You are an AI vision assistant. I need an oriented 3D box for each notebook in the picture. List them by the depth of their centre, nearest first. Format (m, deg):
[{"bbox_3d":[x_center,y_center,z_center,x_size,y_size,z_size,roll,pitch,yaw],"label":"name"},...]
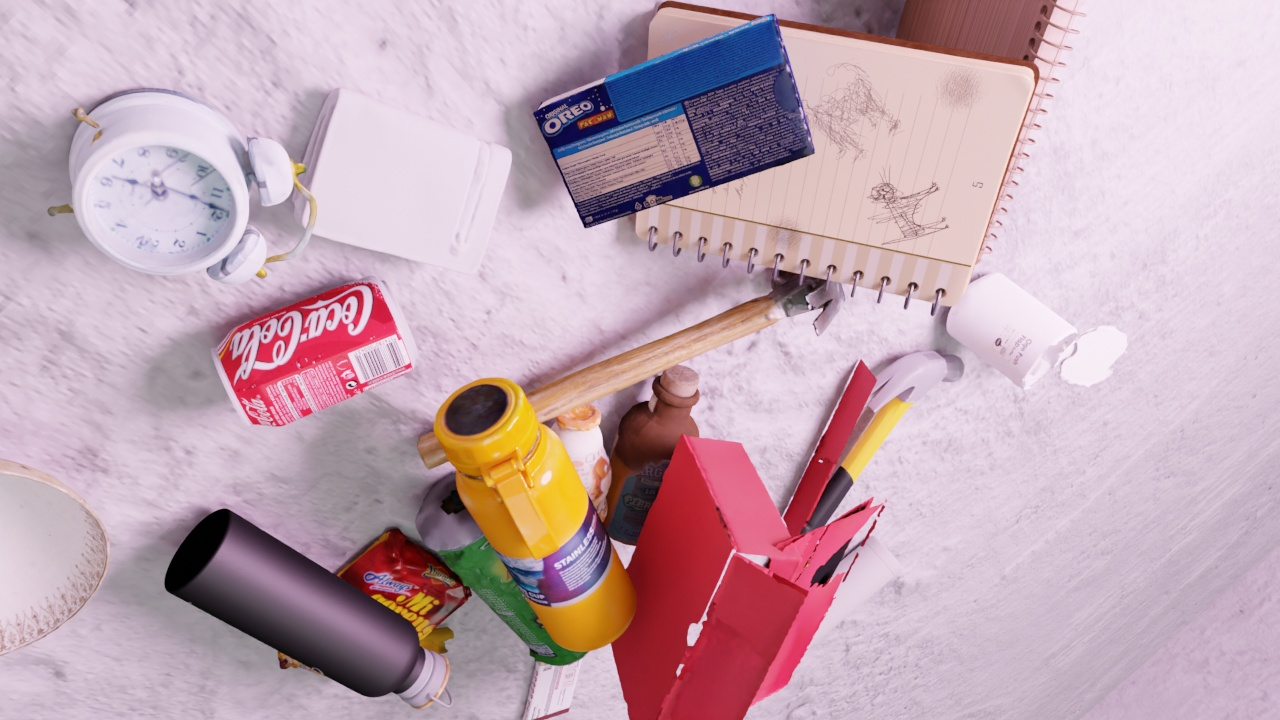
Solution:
[{"bbox_3d":[0.109,-0.121,0.577,0.024,0.225,0.168,-61,161,-50],"label":"notebook"},{"bbox_3d":[0.212,-0.189,0.602,0.022,0.169,0.211,-2,127,-15],"label":"notebook"}]

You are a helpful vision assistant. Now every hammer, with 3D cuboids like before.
[{"bbox_3d":[-0.004,0.004,0.670,0.330,0.132,0.033,-23,105,-6],"label":"hammer"},{"bbox_3d":[0.213,0.124,0.962,0.126,0.029,0.324,2,125,-45],"label":"hammer"}]

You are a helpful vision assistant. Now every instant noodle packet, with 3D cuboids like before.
[{"bbox_3d":[-0.209,0.201,0.724,0.135,0.039,0.098,-41,131,2],"label":"instant noodle packet"}]

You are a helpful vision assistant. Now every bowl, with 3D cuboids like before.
[{"bbox_3d":[-0.375,0.097,0.500,0.145,0.063,0.145,-18,132,-22],"label":"bowl"}]

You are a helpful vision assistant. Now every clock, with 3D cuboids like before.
[{"bbox_3d":[-0.223,-0.084,0.460,0.117,0.057,0.083,14,115,-34],"label":"clock"}]

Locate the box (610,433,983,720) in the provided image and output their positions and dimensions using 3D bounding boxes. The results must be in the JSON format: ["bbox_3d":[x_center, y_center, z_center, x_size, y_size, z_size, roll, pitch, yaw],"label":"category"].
[{"bbox_3d":[0.145,0.276,0.576,0.140,0.510,0.216,-2,124,-35],"label":"box"}]

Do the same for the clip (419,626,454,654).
[{"bbox_3d":[-0.183,0.255,0.783,0.053,0.049,0.044,4,156,-38],"label":"clip"}]

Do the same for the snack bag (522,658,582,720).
[{"bbox_3d":[-0.084,0.312,0.923,0.057,0.013,0.158,-7,128,-29],"label":"snack bag"}]

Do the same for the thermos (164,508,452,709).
[{"bbox_3d":[-0.217,0.190,0.651,0.061,0.061,0.231,-43,123,2],"label":"thermos"}]

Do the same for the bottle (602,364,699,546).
[{"bbox_3d":[0.011,0.074,0.752,0.067,0.068,0.157,-3,126,-33],"label":"bottle"}]

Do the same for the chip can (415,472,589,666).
[{"bbox_3d":[-0.102,0.174,0.752,0.075,0.075,0.223,-33,137,-8],"label":"chip can"}]

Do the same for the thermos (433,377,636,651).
[{"bbox_3d":[-0.063,0.114,0.634,0.076,0.091,0.233,-46,137,-26],"label":"thermos"}]

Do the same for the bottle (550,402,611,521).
[{"bbox_3d":[-0.054,0.085,0.719,0.063,0.063,0.109,-12,126,-27],"label":"bottle"}]

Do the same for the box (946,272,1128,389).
[{"bbox_3d":[0.389,-0.026,0.896,0.143,0.137,0.083,-8,135,-44],"label":"box"}]

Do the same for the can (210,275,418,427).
[{"bbox_3d":[-0.192,-0.005,0.545,0.104,0.064,0.064,-24,135,-17],"label":"can"}]

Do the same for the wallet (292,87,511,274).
[{"bbox_3d":[-0.136,-0.102,0.532,0.116,0.032,0.086,17,103,-40],"label":"wallet"}]

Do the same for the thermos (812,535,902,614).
[{"bbox_3d":[0.208,0.299,1.090,0.224,0.052,0.052,-40,138,-1],"label":"thermos"}]

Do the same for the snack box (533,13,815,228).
[{"bbox_3d":[0.020,-0.140,0.546,0.150,0.027,0.082,-16,116,14],"label":"snack box"}]
